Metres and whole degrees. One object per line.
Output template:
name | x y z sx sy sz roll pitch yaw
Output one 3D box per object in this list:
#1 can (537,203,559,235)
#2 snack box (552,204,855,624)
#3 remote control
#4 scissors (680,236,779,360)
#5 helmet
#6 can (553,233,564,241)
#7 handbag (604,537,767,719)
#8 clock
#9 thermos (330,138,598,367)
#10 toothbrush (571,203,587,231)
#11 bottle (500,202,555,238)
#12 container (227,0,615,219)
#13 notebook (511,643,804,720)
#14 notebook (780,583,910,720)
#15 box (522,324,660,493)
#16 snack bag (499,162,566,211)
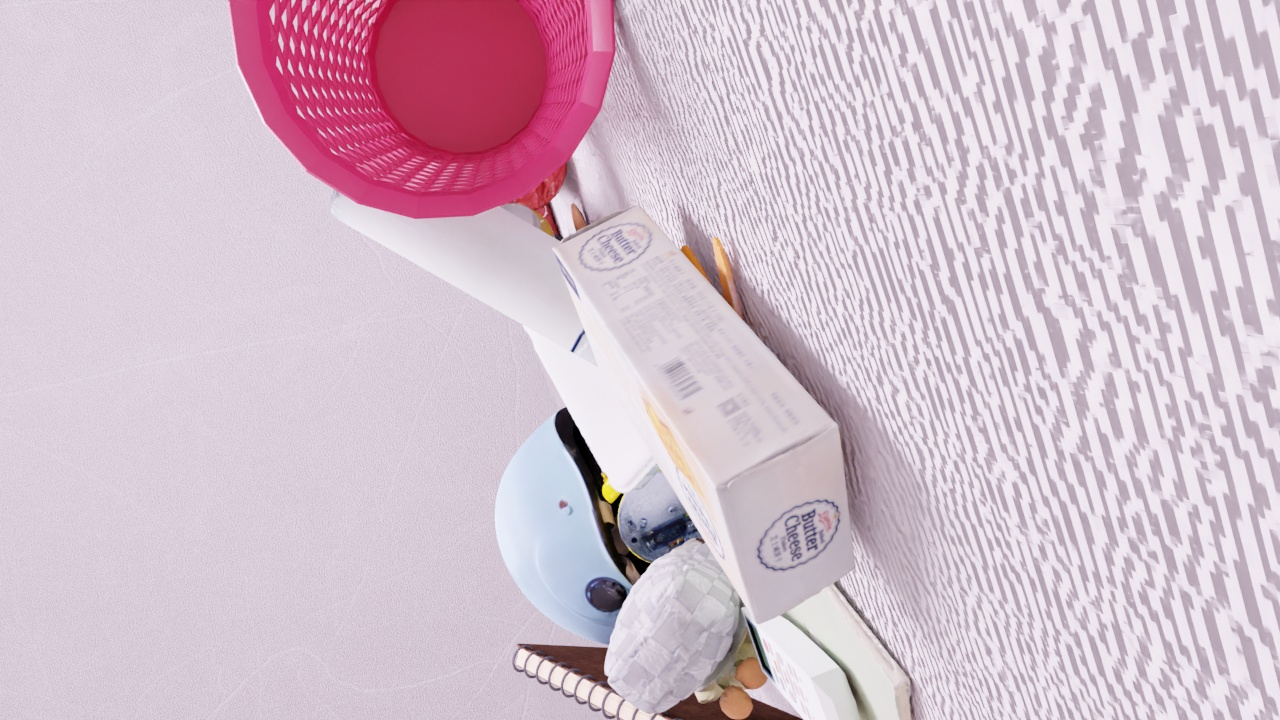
can | -0.122 -0.152 1.018 0.054 0.054 0.097 -124 13 -51
snack box | 0.026 0.017 0.463 0.207 0.057 0.104 56 169 48
remote control | 0.102 0.196 0.583 0.143 0.024 0.049 -174 64 -80
scissors | 0.052 -0.009 0.471 0.129 0.011 0.125 54 166 50
helmet | -0.043 0.185 0.951 0.265 0.167 0.225 51 -161 -7
can | -0.081 -0.078 0.919 0.127 0.064 0.064 -126 15 -56
handbag | 0.042 0.213 0.703 0.123 0.112 0.171 38 -176 10
clock | 0.015 0.127 0.826 0.057 0.083 0.118 133 112 -88
thermos | -0.100 -0.072 0.647 0.230 0.068 0.068 30 173 -5
toothbrush | -0.041 -0.084 0.839 0.021 0.017 0.135 48 158 54
bottle | -0.098 -0.097 0.774 0.186 0.053 0.053 168 79 -88
container | -0.116 -0.186 0.554 0.225 0.183 0.183 -116 5 -75
notebook | 0.010 0.289 0.798 0.226 0.167 0.024 4 79 48
notebook | 0.107 0.165 0.600 0.252 0.010 0.182 -124 14 -53
box | 0.003 0.003 0.749 0.108 0.109 0.216 -51 54 31
snack bag | -0.116 -0.174 0.830 0.176 0.082 0.082 -133 21 -68
